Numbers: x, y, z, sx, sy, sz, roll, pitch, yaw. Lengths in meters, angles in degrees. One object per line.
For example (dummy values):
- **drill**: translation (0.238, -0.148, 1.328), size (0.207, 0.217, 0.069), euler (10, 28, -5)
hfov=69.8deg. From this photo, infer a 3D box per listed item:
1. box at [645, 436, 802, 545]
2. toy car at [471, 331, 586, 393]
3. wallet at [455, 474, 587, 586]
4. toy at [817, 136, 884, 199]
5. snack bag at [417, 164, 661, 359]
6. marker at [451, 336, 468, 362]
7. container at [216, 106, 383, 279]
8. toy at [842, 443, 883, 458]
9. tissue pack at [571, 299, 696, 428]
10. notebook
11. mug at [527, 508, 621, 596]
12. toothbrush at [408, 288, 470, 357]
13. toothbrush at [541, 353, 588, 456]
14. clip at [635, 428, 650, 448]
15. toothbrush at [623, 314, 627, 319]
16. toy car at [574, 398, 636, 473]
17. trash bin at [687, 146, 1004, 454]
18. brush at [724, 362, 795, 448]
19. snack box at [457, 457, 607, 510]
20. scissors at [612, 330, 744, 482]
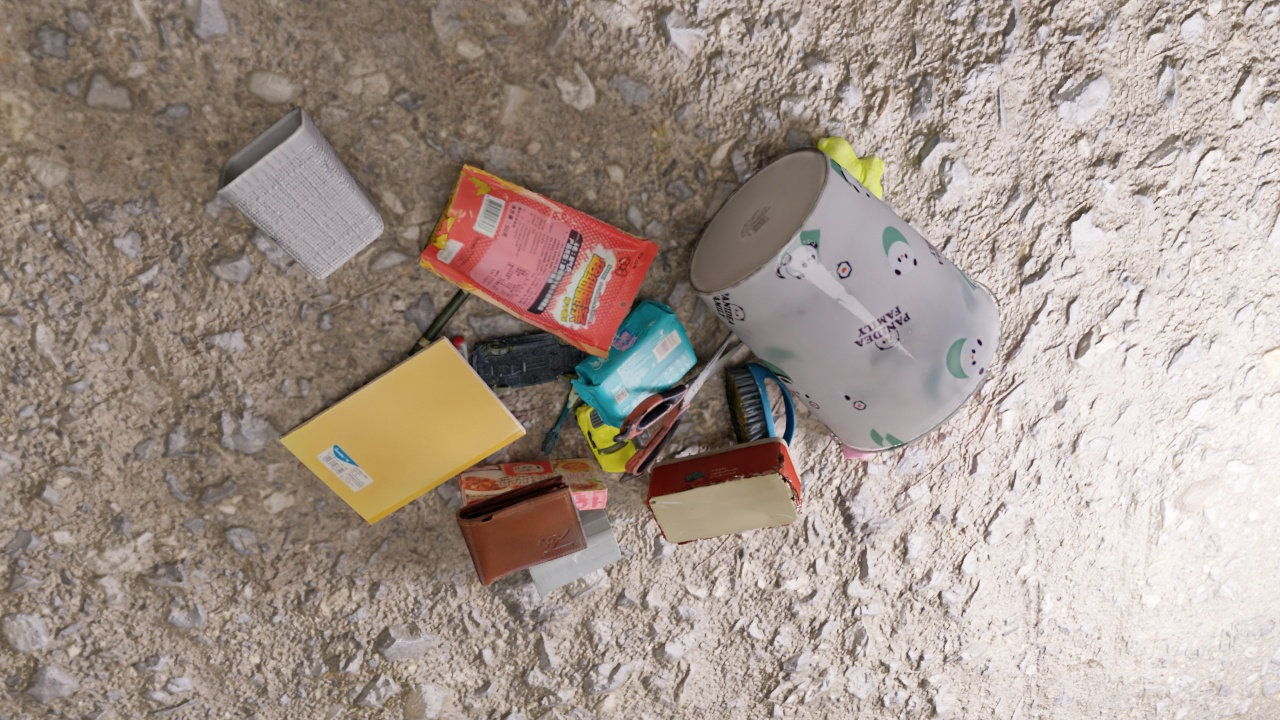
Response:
- **box**: translation (0.096, 0.158, 1.050), size (0.169, 0.078, 0.091), euler (-14, 122, 19)
- **toy car**: translation (-0.116, -0.002, 0.962), size (0.120, 0.036, 0.054), euler (-8, 120, -15)
- **wallet**: translation (-0.122, 0.181, 0.965), size (0.124, 0.032, 0.101), euler (-18, 127, -7)
- **toy**: translation (0.217, -0.194, 0.984), size (0.100, 0.031, 0.097), euler (-11, 120, -14)
- **snack bag**: translation (-0.097, -0.096, 0.884), size (0.207, 0.073, 0.129), euler (23, 102, -17)
- **marker**: translation (-0.184, 0.042, 0.972), size (0.017, 0.017, 0.145), euler (-10, 117, -14)
- **container**: translation (-0.293, -0.144, 0.806), size (0.090, 0.090, 0.114), euler (-37, 124, 2)
- **toy**: translation (0.291, 0.061, 1.096), size (0.194, 0.074, 0.179), euler (-1, 133, -41)
- **tissue pack**: translation (-0.006, 0.006, 0.970), size (0.133, 0.050, 0.093), euler (-44, 140, -12)
- **notebook**: translation (-0.244, 0.078, 0.953), size (0.206, 0.010, 0.146), euler (-31, 121, 9)
- **mug**: translation (-0.082, 0.221, 1.066), size (0.103, 0.083, 0.124), euler (-22, 146, -9)
- **toothbrush**: translation (-0.176, -0.074, 0.922), size (0.017, 0.012, 0.186), euler (37, 99, -23)
- **toothbrush**: translation (-0.066, 0.027, 0.997), size (0.016, 0.018, 0.192), euler (24, 111, -12)
- **clip**: translation (0.002, 0.087, 1.053), size (0.036, 0.025, 0.058), euler (-26, 115, -13)
- **toothbrush**: translation (-0.022, -0.032, 0.992), size (0.016, 0.015, 0.190), euler (-6, 117, -11)
- **toy car**: translation (-0.036, 0.087, 1.035), size (0.048, 0.032, 0.105), euler (-27, 122, -5)
- **trash bin**: translation (0.198, -0.067, 0.940), size (0.252, 0.229, 0.230), euler (38, 98, -23)
- **brush**: translation (0.144, 0.065, 1.071), size (0.073, 0.055, 0.144), euler (-18, 119, -8)
- **snack box**: translation (-0.119, 0.139, 1.007), size (0.152, 0.075, 0.025), euler (-2, 113, -17)
- **scissors**: translation (0.042, 0.045, 1.003), size (0.225, 0.015, 0.189), euler (-25, 145, -45)
